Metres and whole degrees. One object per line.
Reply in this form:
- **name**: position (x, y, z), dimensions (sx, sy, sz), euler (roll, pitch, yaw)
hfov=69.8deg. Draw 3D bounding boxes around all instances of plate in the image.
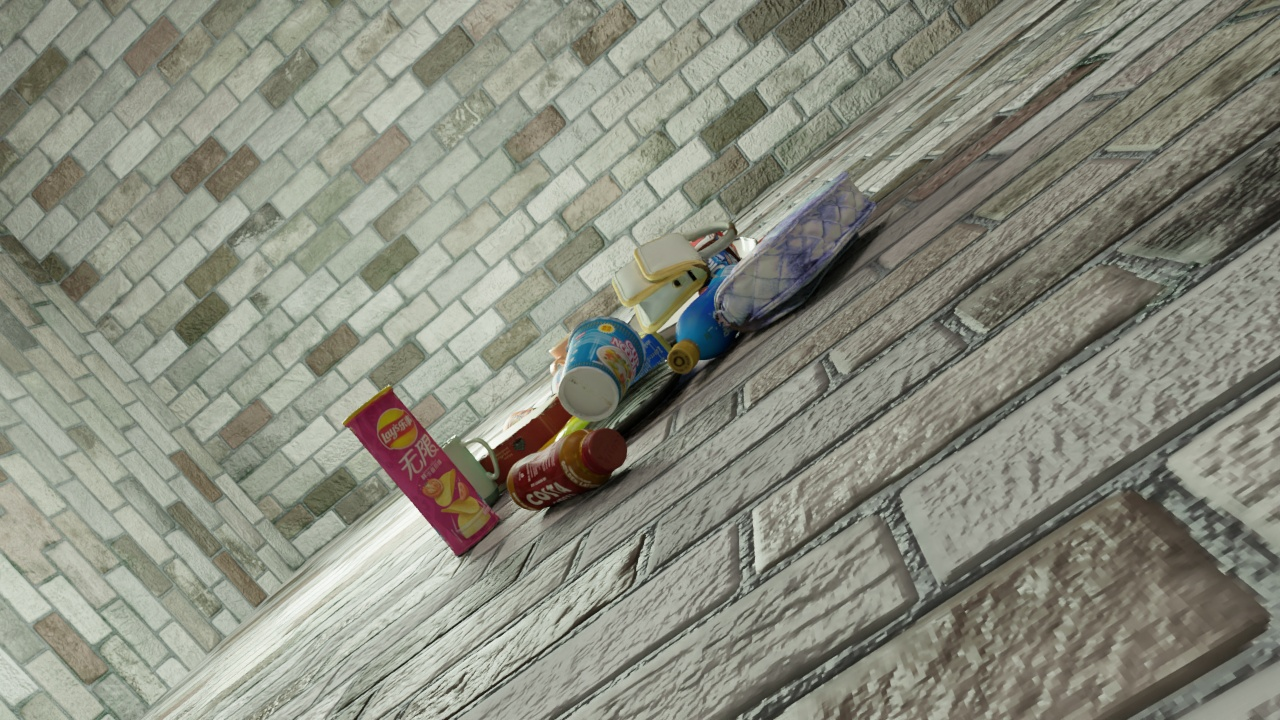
- **plate**: position (0.077, -0.090, 1.368), dimensions (0.267, 0.034, 0.161), euler (-31, 24, 35)
- **plate**: position (-0.009, 0.055, 1.052), dimensions (0.179, 0.024, 0.179), euler (-40, 7, 6)

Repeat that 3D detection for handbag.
- **handbag**: position (0.169, -0.115, 0.986), dimensions (0.193, 0.075, 0.135), euler (-43, 2, -41)
- **handbag**: position (0.046, -0.132, 1.217), dimensions (0.179, 0.063, 0.163), euler (-41, 22, 9)

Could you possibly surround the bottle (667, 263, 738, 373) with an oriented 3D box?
- **bottle**: position (0.083, -0.045, 1.035), dimensions (0.065, 0.065, 0.218), euler (-35, 8, 34)

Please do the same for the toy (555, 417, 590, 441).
- **toy**: position (-0.070, 0.083, 1.171), dimensions (0.097, 0.031, 0.099), euler (-38, 1, 44)

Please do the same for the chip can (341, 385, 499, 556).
- **chip can**: position (-0.261, 0.133, 1.097), dimensions (0.071, 0.210, 0.071), euler (-38, 6, 4)

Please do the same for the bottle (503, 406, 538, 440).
- **bottle**: position (-0.155, 0.100, 1.444), dimensions (0.150, 0.067, 0.066), euler (-24, 15, 44)

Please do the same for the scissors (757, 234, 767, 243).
- **scissors**: position (0.149, -0.124, 1.387), dimensions (0.227, 0.021, 0.197), euler (-36, 16, 25)

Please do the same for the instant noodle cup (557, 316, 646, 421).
- **instant noodle cup**: position (-0.050, 0.015, 1.072), dimensions (0.099, 0.099, 0.109), euler (-37, 16, 25)

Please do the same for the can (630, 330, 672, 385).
- **can**: position (-0.007, 0.007, 1.231), dimensions (0.083, 0.057, 0.102), euler (-43, 7, -14)

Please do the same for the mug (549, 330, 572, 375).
- **mug**: position (-0.096, 0.007, 1.525), dimensions (0.082, 0.106, 0.114), euler (-33, 9, 48)

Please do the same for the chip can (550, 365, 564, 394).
- **chip can**: position (-0.091, 0.032, 1.372), dimensions (0.071, 0.071, 0.215), euler (-41, 3, -11)

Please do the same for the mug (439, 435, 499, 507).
- **mug**: position (-0.245, 0.162, 1.276), dimensions (0.112, 0.106, 0.082), euler (-39, 5, 4)

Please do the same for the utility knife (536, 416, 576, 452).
- **utility knife**: position (-0.111, 0.106, 1.233), dimensions (0.168, 0.015, 0.033), euler (-42, -30, 12)

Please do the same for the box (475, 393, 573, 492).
- **box**: position (-0.168, 0.113, 1.320), dimensions (0.169, 0.077, 0.091), euler (-35, 8, 29)

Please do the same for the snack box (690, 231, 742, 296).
- **snack box**: position (0.106, -0.120, 1.237), dimensions (0.057, 0.058, 0.207), euler (-42, 21, 16)

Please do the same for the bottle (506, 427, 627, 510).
- **bottle**: position (-0.072, 0.105, 0.894), dimensions (0.057, 0.057, 0.175), euler (-44, 7, -35)
